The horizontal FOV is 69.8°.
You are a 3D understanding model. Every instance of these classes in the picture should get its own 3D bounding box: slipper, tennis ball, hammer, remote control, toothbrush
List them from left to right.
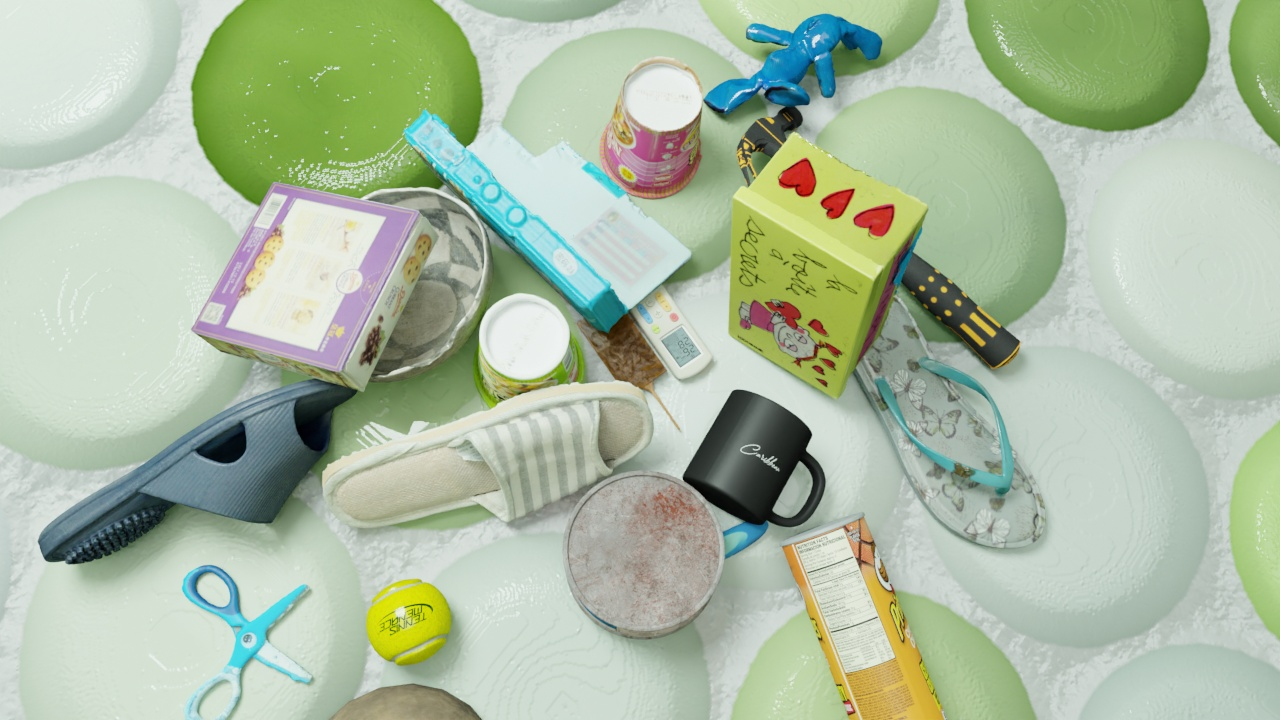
[{"bbox_3d":[-0.335,0.103,0.723,0.263,0.101,0.082,-31,80,-8],"label":"slipper"},{"bbox_3d":[-0.183,0.207,0.727,0.065,0.065,0.065,1,77,-5],"label":"tennis ball"},{"bbox_3d":[-0.120,0.085,0.740,0.272,0.114,0.054,-16,49,0],"label":"slipper"},{"bbox_3d":[0.016,-0.040,0.827,0.038,0.018,0.125,-34,83,-11],"label":"remote control"},{"bbox_3d":[0.051,0.170,0.784,0.135,0.017,0.022,-26,80,-13],"label":"toothbrush"},{"bbox_3d":[0.218,-0.107,0.840,0.320,0.036,0.123,43,50,2],"label":"hammer"},{"bbox_3d":[0.261,0.052,0.810,0.098,0.055,0.268,-32,80,-9],"label":"slipper"}]

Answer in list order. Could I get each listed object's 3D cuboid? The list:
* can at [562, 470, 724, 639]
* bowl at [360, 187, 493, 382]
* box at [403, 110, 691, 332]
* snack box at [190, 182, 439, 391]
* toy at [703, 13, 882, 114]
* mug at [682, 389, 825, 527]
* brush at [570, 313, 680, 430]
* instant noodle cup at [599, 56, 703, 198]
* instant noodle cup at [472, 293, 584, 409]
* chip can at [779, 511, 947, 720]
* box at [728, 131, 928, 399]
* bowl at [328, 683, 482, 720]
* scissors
[{"bbox_3d":[0.002,0.159,0.752,0.130,0.044,0.129,0,65,-1],"label":"can"},{"bbox_3d":[-0.200,-0.053,0.774,0.178,0.081,0.178,-4,65,9],"label":"bowl"},{"bbox_3d":[-0.086,-0.125,0.805,0.227,0.169,0.086,44,122,13],"label":"box"},{"bbox_3d":[-0.255,-0.062,0.723,0.148,0.040,0.143,14,69,19],"label":"snack box"},{"bbox_3d":[0.155,-0.280,0.862,0.176,0.071,0.113,-32,47,-15],"label":"toy"},{"bbox_3d":[0.104,0.092,0.776,0.113,0.078,0.088,34,76,-9],"label":"mug"},{"bbox_3d":[-0.004,0.005,0.812,0.048,0.017,0.126,-35,82,-4],"label":"brush"},{"bbox_3d":[0.014,-0.211,0.820,0.097,0.109,0.097,1,77,-4],"label":"instant noodle cup"},{"bbox_3d":[-0.094,-0.007,0.764,0.099,0.108,0.098,1,75,-5],"label":"instant noodle cup"},{"bbox_3d":[0.188,0.238,0.747,0.075,0.075,0.215,-19,79,-9],"label":"chip can"},{"bbox_3d":[0.139,-0.066,0.730,0.124,0.221,0.082,34,75,16],"label":"box"},{"bbox_3d":[-0.185,0.333,0.695,0.162,0.070,0.162,1,77,-5],"label":"bowl"},{"bbox_3d":[-0.326,0.223,0.739,0.139,0.011,0.134,44,80,7],"label":"scissors"}]
